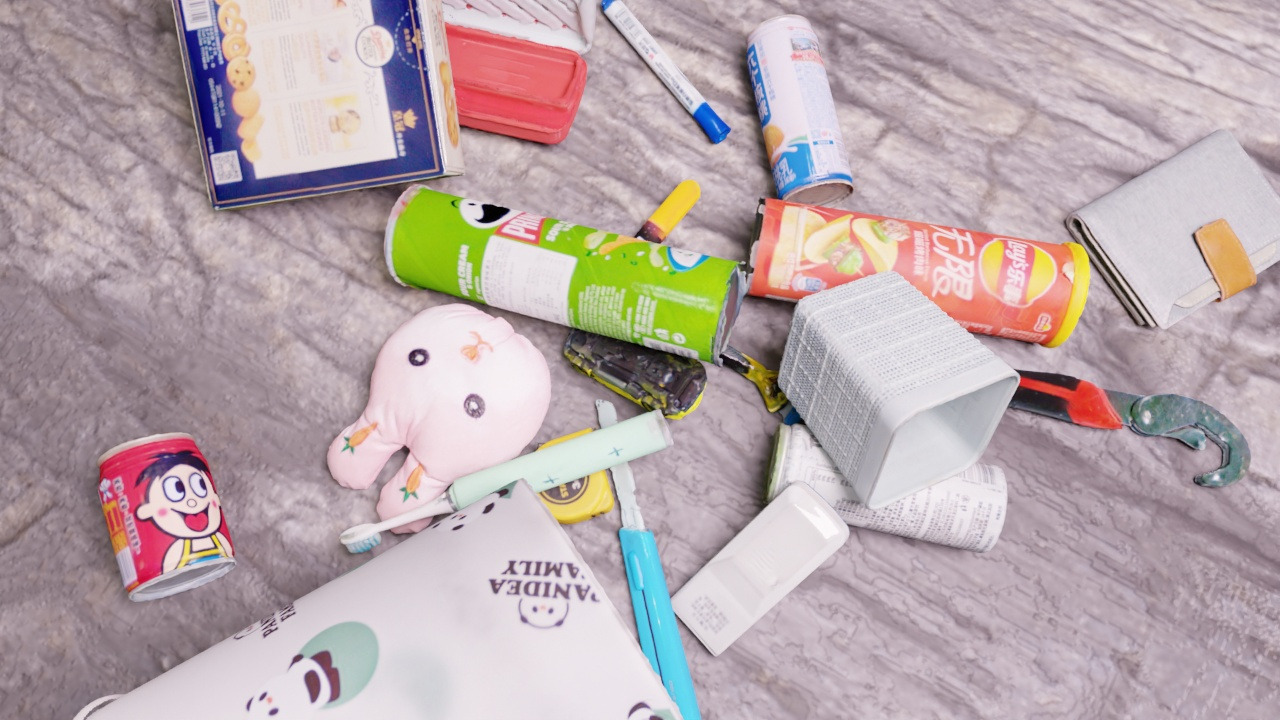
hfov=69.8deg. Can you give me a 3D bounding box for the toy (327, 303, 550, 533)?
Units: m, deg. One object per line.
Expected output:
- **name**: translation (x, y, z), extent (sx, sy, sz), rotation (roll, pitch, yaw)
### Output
- **toy**: translation (-0.137, 0.038, 0.621), extent (0.121, 0.054, 0.159), rotation (38, 88, 10)

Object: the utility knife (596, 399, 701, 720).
- **utility knife**: translation (0.001, 0.135, 0.605), extent (0.018, 0.034, 0.234), rotation (1, 69, -43)

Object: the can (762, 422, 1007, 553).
- **can**: translation (0.157, 0.082, 0.596), extent (0.147, 0.058, 0.058), rotation (11, 77, 5)

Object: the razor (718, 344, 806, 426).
- **razor**: translation (0.064, 0.000, 0.638), extent (0.143, 0.022, 0.043), rotation (34, 115, 9)

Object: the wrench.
- **wrench**: translation (0.277, 0.028, 0.628), extent (0.273, 0.016, 0.056), rotation (15, 77, 5)

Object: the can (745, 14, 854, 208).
- **can**: translation (0.113, -0.177, 0.661), extent (0.053, 0.053, 0.134), rotation (-10, 76, -1)

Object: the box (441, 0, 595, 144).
- **box**: translation (-0.137, -0.242, 0.660), extent (0.201, 0.100, 0.110), rotation (14, 67, 5)

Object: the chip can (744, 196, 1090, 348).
- **chip can**: translation (0.181, -0.060, 0.624), extent (0.216, 0.073, 0.073), rotation (9, 77, 5)

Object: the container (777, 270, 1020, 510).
- **container**: translation (0.147, 0.013, 0.558), extent (0.089, 0.090, 0.111), rotation (-19, 50, -21)

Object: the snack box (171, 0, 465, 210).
- **snack box**: translation (-0.224, -0.206, 0.637), extent (0.183, 0.045, 0.178), rotation (-5, 98, 10)

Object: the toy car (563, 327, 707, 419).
- **toy car**: translation (-0.004, 0.004, 0.633), extent (0.105, 0.032, 0.048), rotation (29, 72, 20)

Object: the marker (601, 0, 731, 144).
- **marker**: translation (0.018, -0.222, 0.694), extent (0.017, 0.017, 0.146), rotation (-36, 78, -7)

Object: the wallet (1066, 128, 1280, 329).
- **wallet**: translation (0.386, -0.091, 0.642), extent (0.129, 0.037, 0.106), rotation (-29, 77, -5)

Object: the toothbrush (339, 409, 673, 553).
- **toothbrush**: translation (-0.087, 0.079, 0.591), extent (0.224, 0.027, 0.026), rotation (-19, 37, -1)

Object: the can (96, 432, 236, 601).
- **can**: translation (-0.311, 0.101, 0.600), extent (0.066, 0.066, 0.093), rotation (-23, 77, -4)

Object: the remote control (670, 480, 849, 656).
- **remote control**: translation (0.073, 0.132, 0.579), extent (0.049, 0.024, 0.125), rotation (46, 113, 12)

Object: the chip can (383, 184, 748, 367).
- **chip can**: translation (-0.050, -0.057, 0.612), extent (0.236, 0.072, 0.072), rotation (15, 77, 14)

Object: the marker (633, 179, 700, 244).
- **marker**: translation (0.000, -0.082, 0.663), extent (0.018, 0.015, 0.123), rotation (39, 83, 11)

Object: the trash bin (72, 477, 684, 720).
- **trash bin**: translation (-0.122, 0.207, 0.499), extent (0.251, 0.230, 0.229), rotation (-33, 78, -12)

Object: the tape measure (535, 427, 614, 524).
- **tape measure**: translation (-0.048, 0.081, 0.617), extent (0.057, 0.029, 0.060), rotation (-18, 69, -1)
